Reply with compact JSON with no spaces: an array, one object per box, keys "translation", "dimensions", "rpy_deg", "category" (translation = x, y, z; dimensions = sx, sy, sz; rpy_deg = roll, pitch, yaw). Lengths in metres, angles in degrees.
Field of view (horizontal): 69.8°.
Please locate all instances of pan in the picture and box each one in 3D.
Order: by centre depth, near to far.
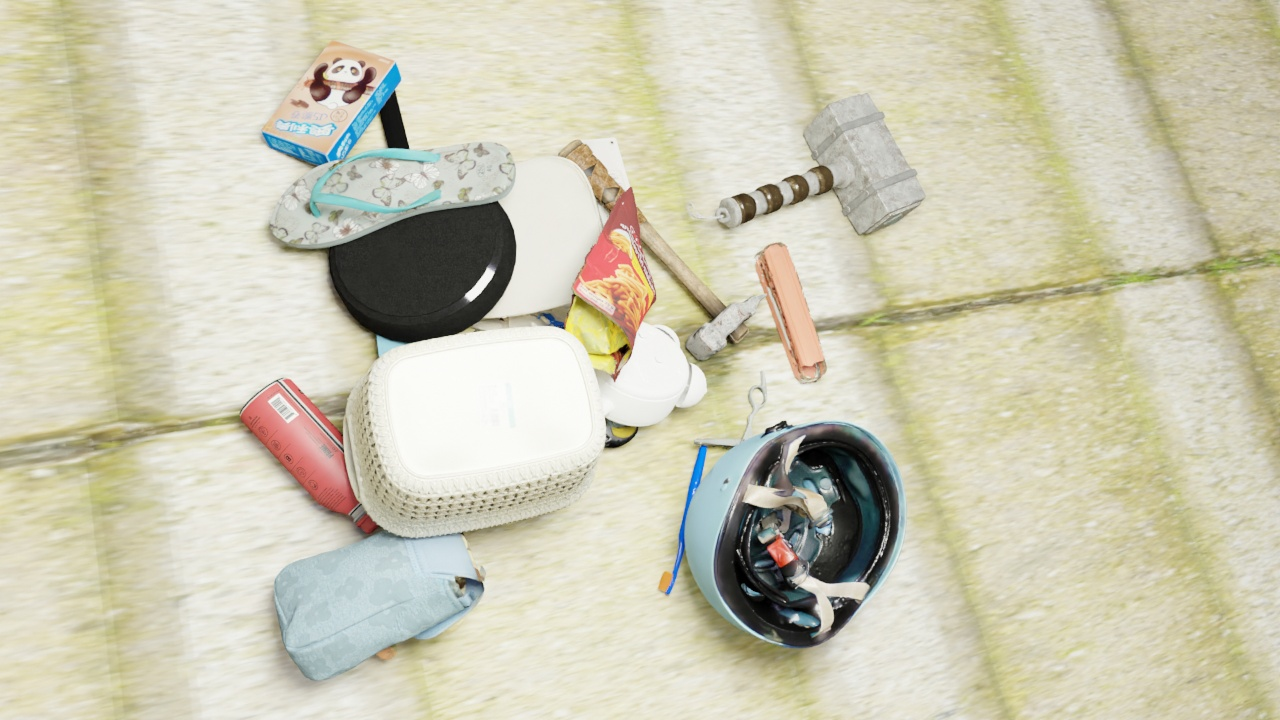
[{"translation":[-0.261,-0.188,1.024],"dimensions":[0.204,0.044,0.355],"rpy_deg":[-17,70,-1],"category":"pan"}]

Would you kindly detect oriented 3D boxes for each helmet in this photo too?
[{"translation":[0.161,0.175,1.007],"dimensions":[0.265,0.167,0.225],"rpy_deg":[-27,102,-24],"category":"helmet"}]

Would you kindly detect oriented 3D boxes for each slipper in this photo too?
[{"translation":[-0.268,-0.192,0.975],"dimensions":[0.269,0.055,0.098],"rpy_deg":[-14,67,-2],"category":"slipper"}]

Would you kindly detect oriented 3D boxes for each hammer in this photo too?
[{"translation":[0.019,-0.145,1.129],"dimensions":[0.319,0.049,0.121],"rpy_deg":[47,61,-3],"category":"hammer"},{"translation":[0.210,-0.228,1.212],"dimensions":[0.325,0.080,0.177],"rpy_deg":[-23,82,-24],"category":"hammer"}]

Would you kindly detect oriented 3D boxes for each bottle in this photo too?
[{"translation":[-0.320,0.100,0.924],"dimensions":[0.176,0.062,0.062],"rpy_deg":[47,64,0],"category":"bottle"}]

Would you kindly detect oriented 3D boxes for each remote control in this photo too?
[{"translation":[-0.038,-0.216,1.157],"dimensions":[0.050,0.011,0.135],"rpy_deg":[-11,79,-23],"category":"remote control"}]

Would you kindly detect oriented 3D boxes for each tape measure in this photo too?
[{"translation":[-0.031,0.068,1.051],"dimensions":[0.061,0.034,0.061],"rpy_deg":[-5,77,-29],"category":"tape measure"}]

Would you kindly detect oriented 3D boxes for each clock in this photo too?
[{"translation":[-0.006,0.006,1.037],"dimensions":[0.160,0.073,0.125],"rpy_deg":[-7,50,-35],"category":"clock"}]

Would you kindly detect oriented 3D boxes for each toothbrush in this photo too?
[{"translation":[0.051,0.179,1.056],"dimensions":[0.018,0.016,0.182],"rpy_deg":[19,67,-7],"category":"toothbrush"}]

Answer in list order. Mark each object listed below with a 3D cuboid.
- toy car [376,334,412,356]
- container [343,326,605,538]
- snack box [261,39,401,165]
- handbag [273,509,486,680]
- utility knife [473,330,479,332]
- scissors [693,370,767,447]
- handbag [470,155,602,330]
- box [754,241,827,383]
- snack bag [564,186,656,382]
[{"translation":[-0.262,-0.016,1.003],"dimensions":[0.060,0.028,0.107],"rpy_deg":[-7,59,-16],"category":"toy car"},{"translation":[-0.151,0.061,0.869],"dimensions":[0.245,0.143,0.184],"rpy_deg":[-10,75,-21],"category":"container"},{"translation":[-0.349,-0.292,1.045],"dimensions":[0.087,0.034,0.151],"rpy_deg":[21,66,11],"category":"snack box"},{"translation":[-0.245,0.231,0.885],"dimensions":[0.191,0.119,0.121],"rpy_deg":[-24,42,-16],"category":"handbag"},{"translation":[-0.129,0.013,1.048],"dimensions":[0.151,0.017,0.030],"rpy_deg":[34,70,-11],"category":"utility knife"},{"translation":[0.132,0.087,1.114],"dimensions":[0.141,0.014,0.174],"rpy_deg":[24,62,-19],"category":"scissors"},{"translation":[-0.141,-0.123,1.059],"dimensions":[0.199,0.093,0.200],"rpy_deg":[-11,76,-2],"category":"handbag"},{"translation":[0.195,-0.062,1.171],"dimensions":[0.059,0.056,0.186],"rpy_deg":[-5,73,-54],"category":"box"},{"translation":[-0.027,-0.081,0.994],"dimensions":[0.207,0.067,0.139],"rpy_deg":[-71,147,-54],"category":"snack bag"}]
